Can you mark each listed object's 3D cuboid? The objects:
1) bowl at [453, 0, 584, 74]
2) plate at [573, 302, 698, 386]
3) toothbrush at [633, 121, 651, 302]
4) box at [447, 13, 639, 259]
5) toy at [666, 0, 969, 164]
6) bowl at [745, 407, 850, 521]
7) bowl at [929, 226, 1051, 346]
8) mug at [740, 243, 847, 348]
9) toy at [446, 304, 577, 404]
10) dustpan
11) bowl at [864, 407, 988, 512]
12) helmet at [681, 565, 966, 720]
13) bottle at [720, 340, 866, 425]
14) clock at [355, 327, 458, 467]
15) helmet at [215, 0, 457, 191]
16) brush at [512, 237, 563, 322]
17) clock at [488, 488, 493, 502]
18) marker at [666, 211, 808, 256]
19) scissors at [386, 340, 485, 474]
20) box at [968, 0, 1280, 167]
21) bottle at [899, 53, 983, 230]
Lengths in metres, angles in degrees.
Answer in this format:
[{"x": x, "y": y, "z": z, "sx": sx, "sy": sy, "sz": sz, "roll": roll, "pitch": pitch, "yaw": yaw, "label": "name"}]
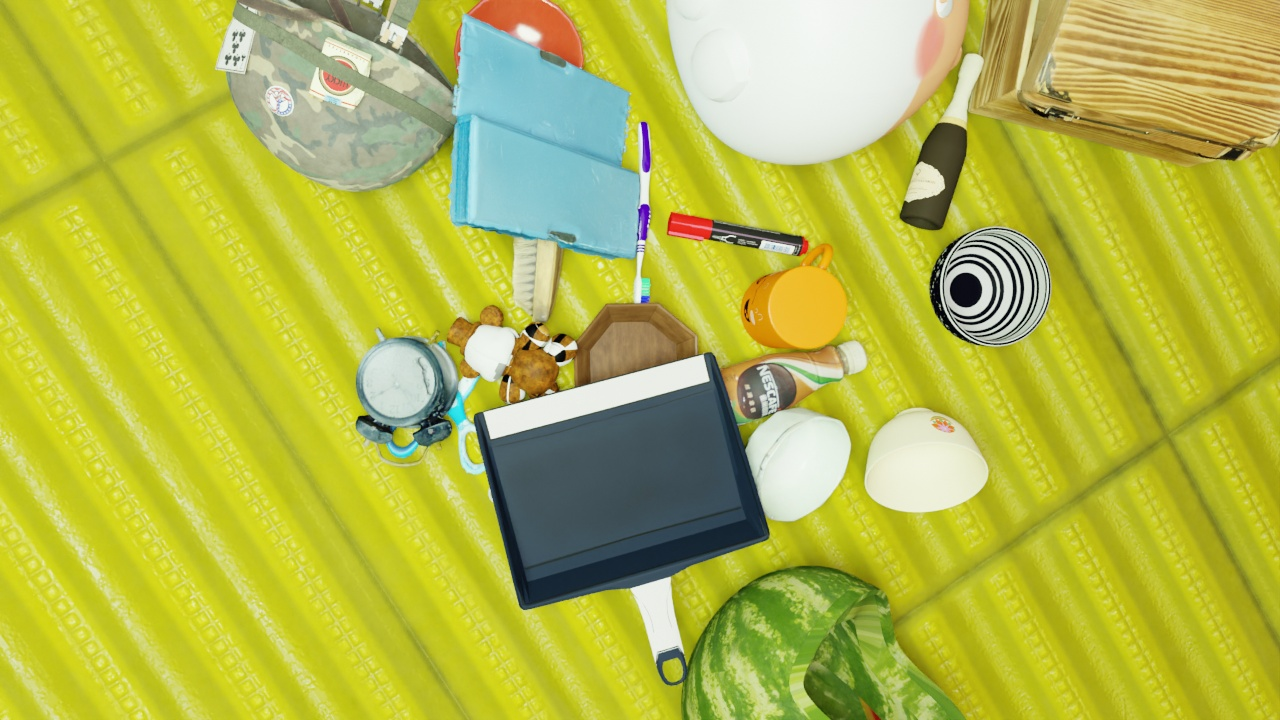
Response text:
[{"x": -0.117, "y": -0.288, "z": 0.883, "sx": 0.122, "sy": 0.035, "sz": 0.122, "roll": 0, "pitch": 91, "yaw": -9, "label": "bowl"}, {"x": -0.005, "y": 0.005, "z": 0.913, "sx": 0.131, "sy": 0.025, "sz": 0.131, "roll": 0, "pitch": 91, "yaw": -9, "label": "plate"}, {"x": 0.003, "y": -0.145, "z": 0.916, "sx": 0.016, "sy": 0.015, "sz": 0.186, "roll": 2, "pitch": 91, "yaw": -14, "label": "toothbrush"}, {"x": -0.077, "y": -0.189, "z": 0.820, "sx": 0.034, "sy": 0.231, "sz": 0.174, "roll": 0, "pitch": 89, "yaw": 35, "label": "box"}, {"x": 0.165, "y": -0.315, "z": 0.817, "sx": 0.280, "sy": 0.266, "sz": 0.263, "roll": -18, "pitch": 96, "yaw": -24, "label": "toy"}, {"x": 0.145, "y": 0.095, "z": 0.912, "sx": 0.117, "sy": 0.061, "sz": 0.118, "roll": -17, "pitch": 123, "yaw": -28, "label": "bowl"}, {"x": 0.350, "y": -0.074, "z": 0.949, "sx": 0.120, "sy": 0.066, "sz": 0.120, "roll": 0, "pitch": 91, "yaw": -9, "label": "bowl"}, {"x": 0.157, "y": -0.065, "z": 0.902, "sx": 0.077, "sy": 0.096, "sz": 0.112, "roll": 31, "pitch": 86, "yaw": -9, "label": "mug"}, {"x": -0.126, "y": -0.005, "z": 0.871, "sx": 0.112, "sy": 0.067, "sz": 0.087, "roll": 27, "pitch": 108, "yaw": 7, "label": "toy"}, {"x": -0.005, "y": 0.156, "z": 0.839, "sx": 0.236, "sy": 0.080, "sz": 0.273, "roll": -15, "pitch": 99, "yaw": -7, "label": "dustpan"}, {"x": 0.284, "y": 0.091, "z": 0.933, "sx": 0.118, "sy": 0.118, "sz": 0.073, "roll": 13, "pitch": 47, "yaw": -9, "label": "bowl"}, {"x": 0.151, "y": 0.323, "z": 0.843, "sx": 0.212, "sy": 0.244, "sz": 0.247, "roll": 2, "pitch": 55, "yaw": -47, "label": "helmet"}, {"x": 0.145, "y": 0.019, "z": 0.921, "sx": 0.167, "sy": 0.059, "sz": 0.059, "roll": -17, "pitch": 94, "yaw": -9, "label": "bottle"}, {"x": -0.219, "y": 0.035, "z": 0.859, "sx": 0.090, "sy": 0.052, "sz": 0.129, "roll": 2, "pitch": 89, "yaw": 3, "label": "clock"}, {"x": -0.242, "y": -0.269, "z": 0.779, "sx": 0.236, "sy": 0.192, "sz": 0.224, "roll": -42, "pitch": 125, "yaw": 7, "label": "helmet"}, {"x": -0.096, "y": -0.134, "z": 0.879, "sx": 0.043, "sy": 0.059, "sz": 0.195, "roll": 4, "pitch": 93, "yaw": 3, "label": "brush"}, {"x": -0.087, "y": 0.137, "z": 0.893, "sx": 0.120, "sy": 0.042, "sz": 0.091, "roll": 28, "pitch": 87, "yaw": -9, "label": "clock"}, {"x": 0.099, "y": -0.126, "z": 0.929, "sx": 0.145, "sy": 0.021, "sz": 0.023, "roll": 9, "pitch": 97, "yaw": -9, "label": "marker"}, {"x": -0.196, "y": 0.047, "z": 0.890, "sx": 0.127, "sy": 0.012, "sz": 0.137, "roll": -9, "pitch": 92, "yaw": -6, "label": "scissors"}, {"x": 0.511, "y": -0.331, "z": 0.898, "sx": 0.279, "sy": 0.221, "sz": 0.258, "roll": 10, "pitch": 91, "yaw": -11, "label": "box"}, {"x": 0.318, "y": -0.229, "z": 0.950, "sx": 0.045, "sy": 0.045, "sz": 0.184, "roll": 19, "pitch": 88, "yaw": -9, "label": "bottle"}]
